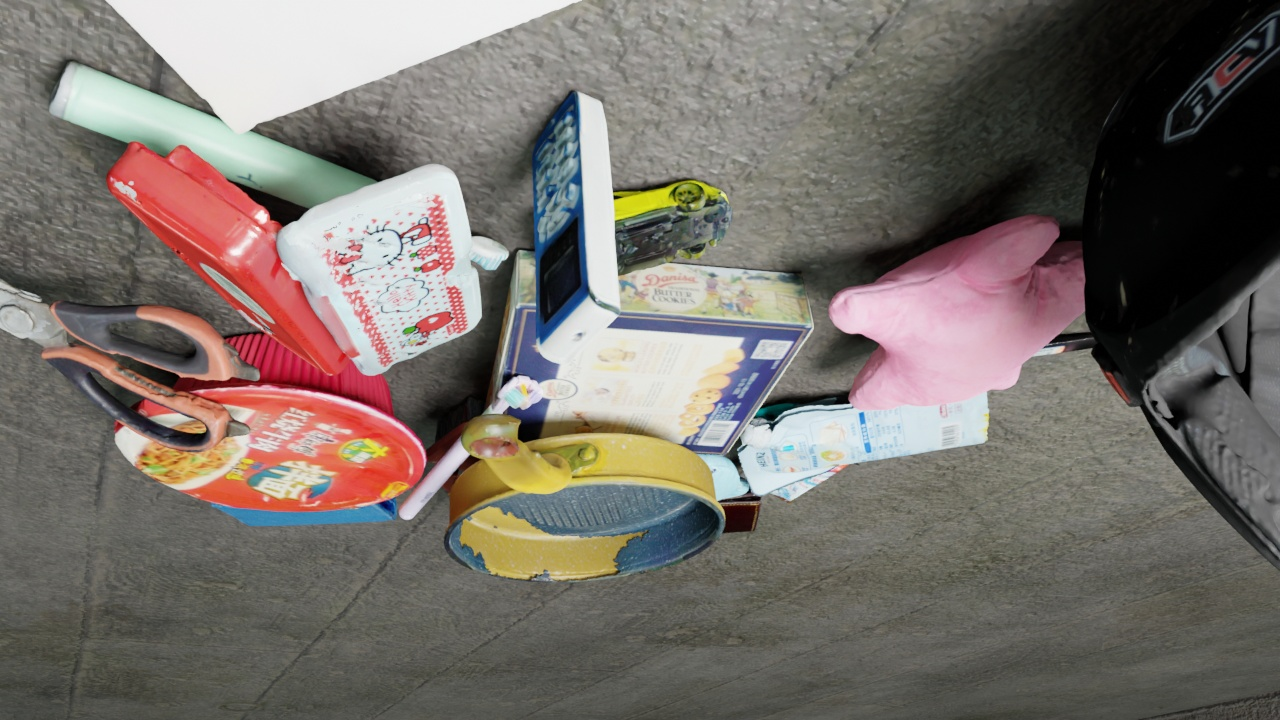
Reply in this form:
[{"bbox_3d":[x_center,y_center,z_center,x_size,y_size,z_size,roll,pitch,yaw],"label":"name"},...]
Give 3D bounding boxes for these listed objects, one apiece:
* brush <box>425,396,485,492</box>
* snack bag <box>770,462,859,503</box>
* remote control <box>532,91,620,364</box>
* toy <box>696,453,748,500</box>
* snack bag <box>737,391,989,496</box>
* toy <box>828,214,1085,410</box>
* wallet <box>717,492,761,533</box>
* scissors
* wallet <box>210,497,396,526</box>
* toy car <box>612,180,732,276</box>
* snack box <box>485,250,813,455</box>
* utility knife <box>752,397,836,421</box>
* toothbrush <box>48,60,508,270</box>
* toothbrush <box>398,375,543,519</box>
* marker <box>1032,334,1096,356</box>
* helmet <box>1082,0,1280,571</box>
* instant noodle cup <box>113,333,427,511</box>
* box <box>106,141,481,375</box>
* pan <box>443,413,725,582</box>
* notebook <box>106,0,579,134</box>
[{"bbox_3d":[-0.088,0.084,0.712,0.145,0.069,0.063,21,143,-34],"label":"brush"},{"bbox_3d":[0.143,0.099,0.804,0.048,0.026,0.104,27,139,-20],"label":"snack bag"},{"bbox_3d":[-0.030,-0.063,0.417,0.024,0.124,0.049,15,145,-29],"label":"remote control"},{"bbox_3d":[0.032,0.098,0.748,0.161,0.049,0.157,6,160,-27],"label":"toy"},{"bbox_3d":[0.170,0.058,0.715,0.191,0.038,0.110,-13,152,10],"label":"snack bag"},{"bbox_3d":[0.207,-0.024,0.562,0.179,0.074,0.194,-22,150,10],"label":"toy"},{"bbox_3d":[0.052,0.149,0.877,0.122,0.020,0.096,-4,153,0],"label":"wallet"},{"bbox_3d":[-0.314,-0.027,0.497,0.192,0.015,0.207,-14,119,9],"label":"scissors"},{"bbox_3d":[-0.283,0.117,0.781,0.133,0.040,0.106,-2,158,-3],"label":"wallet"},{"bbox_3d":[-0.003,-0.072,0.497,0.105,0.032,0.048,-14,149,-4],"label":"toy car"},{"bbox_3d":[-0.004,0.004,0.609,0.182,0.045,0.178,4,148,-13],"label":"snack box"},{"bbox_3d":[0.068,0.052,0.729,0.180,0.013,0.029,-15,151,19],"label":"utility knife"},{"bbox_3d":[-0.165,-0.089,0.457,0.224,0.026,0.027,18,136,-33],"label":"toothbrush"},{"bbox_3d":[-0.123,0.066,0.622,0.029,0.021,0.190,13,141,-33],"label":"toothbrush"},{"bbox_3d":[0.264,-0.008,0.648,0.124,0.015,0.018,-6,151,-1],"label":"marker"},{"bbox_3d":[0.295,-0.056,0.362,0.274,0.229,0.234,19,128,-34],"label":"helmet"},{"bbox_3d":[-0.244,0.040,0.629,0.194,0.065,0.194,-3,150,-2],"label":"instant noodle cup"},{"bbox_3d":[-0.156,-0.040,0.461,0.154,0.073,0.201,5,164,-5],"label":"box"},{"bbox_3d":[-0.049,0.087,0.578,0.198,0.078,0.358,-9,150,4],"label":"pan"},{"bbox_3d":[-0.116,-0.169,0.340,0.209,0.012,0.150,-14,146,16],"label":"notebook"}]
